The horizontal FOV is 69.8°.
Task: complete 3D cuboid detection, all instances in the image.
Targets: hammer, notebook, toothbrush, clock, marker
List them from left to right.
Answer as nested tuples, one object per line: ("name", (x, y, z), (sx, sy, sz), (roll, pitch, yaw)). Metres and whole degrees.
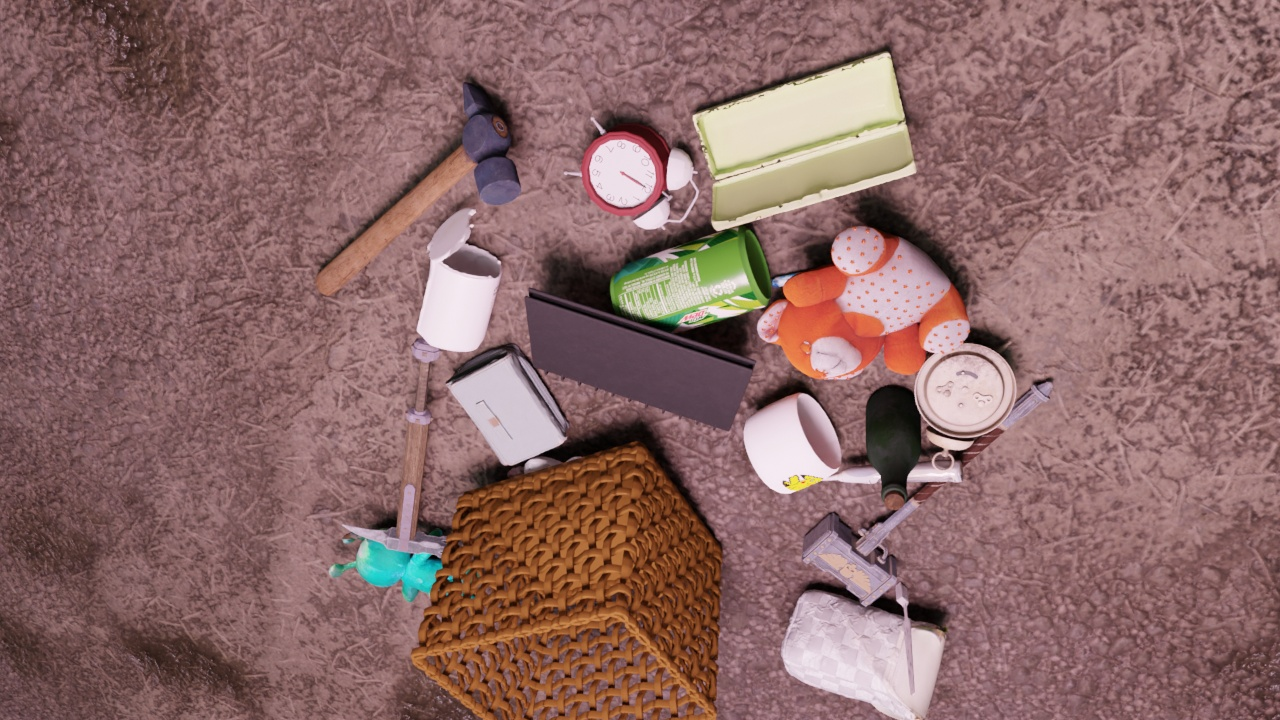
("hammer", (-0.249, -0.155, 0.963), (0.323, 0.040, 0.129), (-31, 65, 34))
("hammer", (-0.269, 0.107, 1.080), (0.147, 0.028, 0.318), (11, 122, -6))
("notebook", (-0.006, 0.006, 0.955), (0.231, 0.019, 0.169), (18, 155, 5))
("clock", (-0.004, -0.181, 0.895), (0.124, 0.044, 0.087), (31, 120, -1))
("marker", (0.199, -0.090, 0.905), (0.142, 0.013, 0.013), (-11, 113, 20))
("toothbrush", (0.243, 0.121, 0.969), (0.186, 0.022, 0.024), (-7, 76, 25))
("toothbrush", (0.284, 0.294, 0.984), (0.010, 0.181, 0.010), (41, 114, -4))
("hammer", (0.312, 0.134, 0.978), (0.098, 0.044, 0.323), (37, 117, -5))
("clock", (0.314, 0.043, 0.911), (0.093, 0.054, 0.141), (12, 104, 10))

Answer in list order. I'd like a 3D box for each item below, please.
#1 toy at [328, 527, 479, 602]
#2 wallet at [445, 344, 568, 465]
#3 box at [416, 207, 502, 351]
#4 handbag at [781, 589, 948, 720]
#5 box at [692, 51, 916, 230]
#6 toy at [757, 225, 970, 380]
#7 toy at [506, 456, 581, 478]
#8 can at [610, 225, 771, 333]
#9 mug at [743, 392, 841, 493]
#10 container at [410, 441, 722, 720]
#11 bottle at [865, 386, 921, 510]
("toy", (-0.303, 0.274, 1.200), (0.193, 0.072, 0.131), (20, 114, -6))
("wallet", (-0.152, 0.055, 1.056), (0.101, 0.054, 0.131), (-24, 112, 27))
("box", (-0.193, -0.089, 0.971), (0.091, 0.081, 0.160), (17, 120, -12))
("handbag", (0.253, 0.340, 1.060), (0.172, 0.112, 0.123), (15, 154, 20))
("box", (0.148, -0.196, 0.840), (0.188, 0.061, 0.133), (-15, 73, 20))
("toy", (0.205, -0.040, 0.879), (0.163, 0.092, 0.173), (33, 132, -20))
("toy", (-0.103, 0.137, 1.083), (0.126, 0.037, 0.076), (-8, 150, 24))
("can", (0.050, -0.074, 0.913), (0.144, 0.082, 0.083), (-16, 111, 22))
("mug", (0.165, 0.090, 0.968), (0.068, 0.094, 0.115), (-29, 148, 28))
("container", (-0.066, 0.264, 1.013), (0.252, 0.213, 0.219), (-18, 128, 23))
("bottle", (0.246, 0.088, 0.891), (0.055, 0.173, 0.055), (6, 118, 12))
